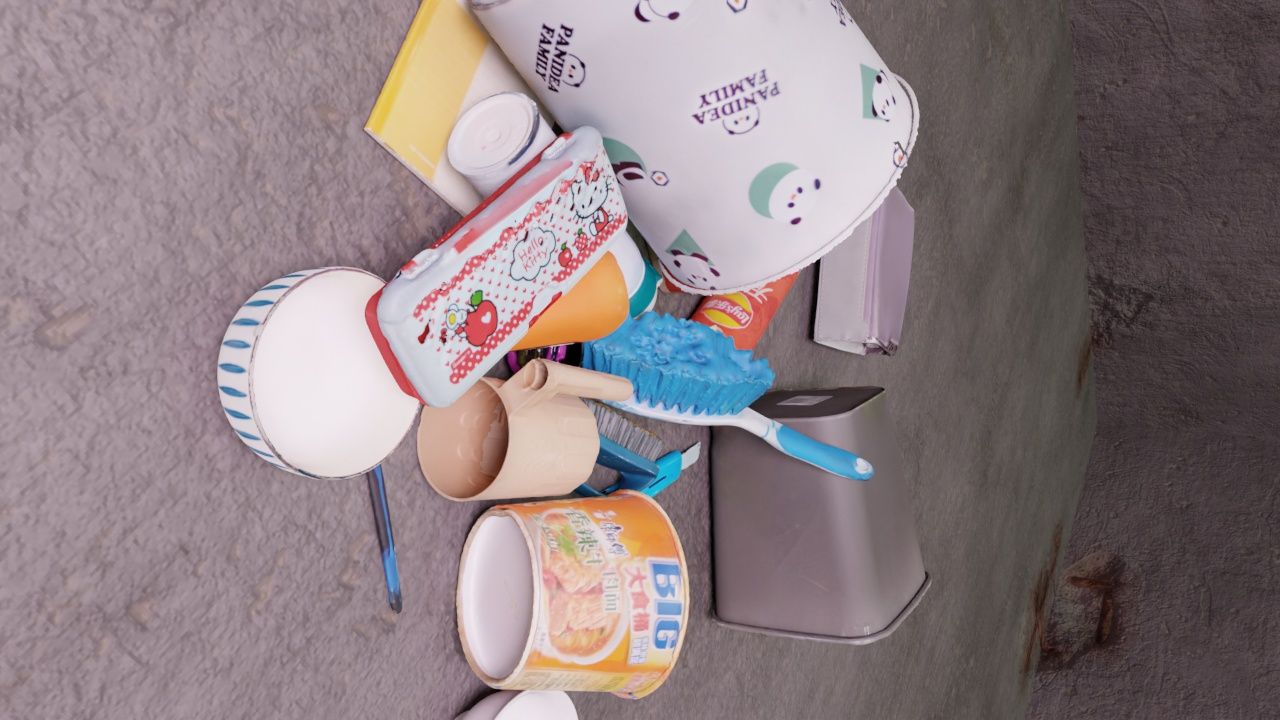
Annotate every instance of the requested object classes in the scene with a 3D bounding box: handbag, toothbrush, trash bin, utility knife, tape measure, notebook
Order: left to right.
[{"bbox_3d":[-0.171,0.079,0.592,0.014,0.016,0.190,-34,124,-59],"label":"toothbrush"},{"bbox_3d":[-0.105,-0.205,0.651,0.146,0.010,0.206,41,61,-50],"label":"notebook"},{"bbox_3d":[-0.073,-0.010,0.679,0.039,0.057,0.058,8,70,-57],"label":"tape measure"},{"bbox_3d":[0.009,0.111,0.848,0.185,0.018,0.034,-25,113,-53],"label":"utility knife"},{"bbox_3d":[0.034,-0.211,0.636,0.252,0.230,0.229,44,58,-35],"label":"trash bin"},{"bbox_3d":[0.177,0.148,0.955,0.198,0.199,0.220,-16,101,-55],"label":"trash bin"},{"bbox_3d":[0.278,-0.110,1.138,0.144,0.099,0.197,13,82,-53],"label":"handbag"}]

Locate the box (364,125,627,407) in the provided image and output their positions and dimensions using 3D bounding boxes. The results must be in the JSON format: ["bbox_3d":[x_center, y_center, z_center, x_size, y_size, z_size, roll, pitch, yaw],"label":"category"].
[{"bbox_3d":[-0.076,-0.062,0.545,0.200,0.047,0.087,-49,140,-34],"label":"box"}]

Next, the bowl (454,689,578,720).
[{"bbox_3d":[-0.105,0.287,0.663,0.118,0.065,0.118,-8,100,-54],"label":"bowl"}]

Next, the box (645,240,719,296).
[{"bbox_3d":[0.081,-0.136,0.869,0.167,0.077,0.091,-48,131,-42],"label":"box"}]

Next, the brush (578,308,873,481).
[{"bbox_3d":[0.087,0.037,0.768,0.314,0.110,0.060,14,49,-16],"label":"brush"}]

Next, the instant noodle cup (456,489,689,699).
[{"bbox_3d":[-0.055,0.164,0.647,0.111,0.152,0.151,9,86,-35],"label":"instant noodle cup"}]

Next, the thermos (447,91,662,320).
[{"bbox_3d":[-0.054,-0.096,0.677,0.224,0.073,0.073,48,55,-54],"label":"thermos"}]

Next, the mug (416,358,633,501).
[{"bbox_3d":[-0.075,0.044,0.634,0.103,0.125,0.084,12,44,-57],"label":"mug"}]

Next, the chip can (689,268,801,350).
[{"bbox_3d":[0.108,-0.068,0.923,0.215,0.073,0.073,-55,135,-38],"label":"chip can"}]

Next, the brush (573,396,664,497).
[{"bbox_3d":[-0.033,0.077,0.750,0.144,0.055,0.073,36,63,-52],"label":"brush"}]

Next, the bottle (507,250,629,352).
[{"bbox_3d":[-0.085,-0.034,0.621,0.149,0.067,0.067,-16,111,-14],"label":"bottle"}]

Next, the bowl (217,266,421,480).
[{"bbox_3d":[-0.185,0.006,0.513,0.116,0.066,0.116,-11,103,-55],"label":"bowl"}]
